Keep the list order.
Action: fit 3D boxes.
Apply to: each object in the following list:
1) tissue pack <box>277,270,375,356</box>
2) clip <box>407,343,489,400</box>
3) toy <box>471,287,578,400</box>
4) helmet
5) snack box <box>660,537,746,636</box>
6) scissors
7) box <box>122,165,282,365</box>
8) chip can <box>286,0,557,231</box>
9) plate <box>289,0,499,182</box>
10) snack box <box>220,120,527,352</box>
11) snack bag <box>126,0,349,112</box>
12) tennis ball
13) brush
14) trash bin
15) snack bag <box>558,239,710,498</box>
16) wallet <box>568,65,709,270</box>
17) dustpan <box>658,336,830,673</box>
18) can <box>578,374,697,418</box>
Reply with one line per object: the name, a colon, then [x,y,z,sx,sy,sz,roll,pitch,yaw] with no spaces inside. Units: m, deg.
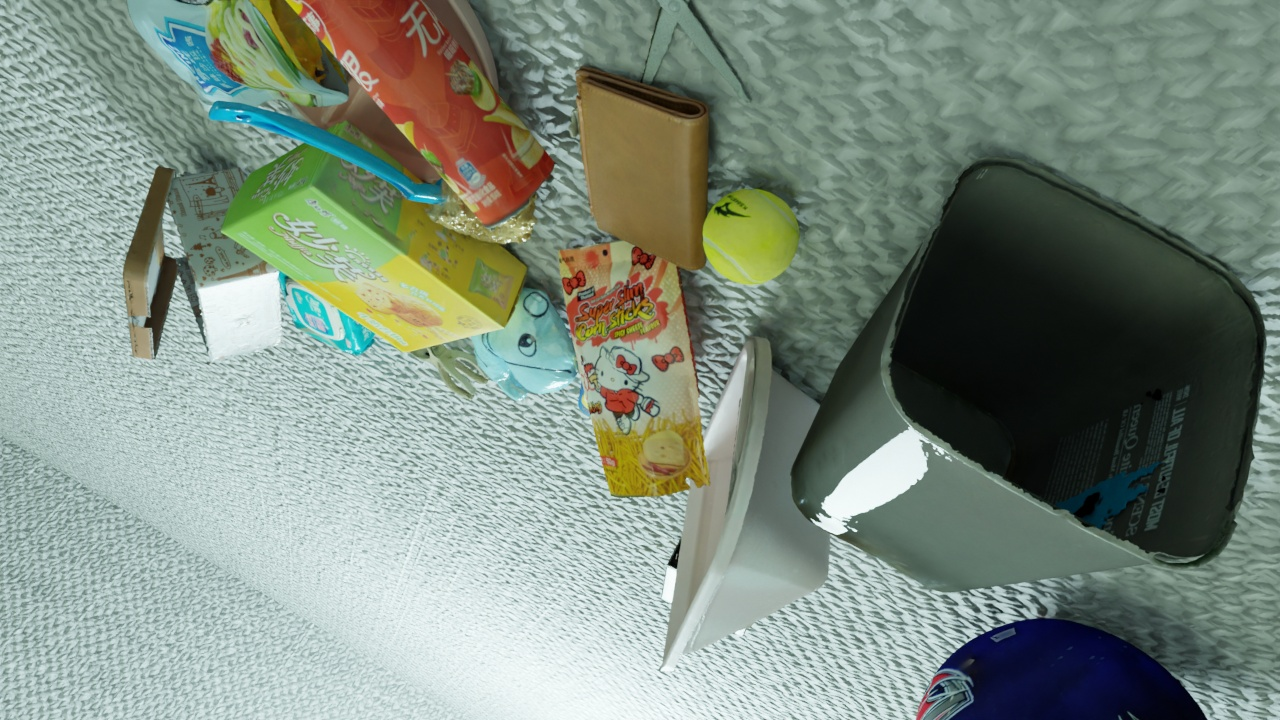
tissue pack: [-0.335,-0.071,0.976,0.093,0.050,0.134,23,145,14]
clip: [-0.212,0.001,0.992,0.100,0.034,0.071,36,148,0]
toy: [-0.112,-0.012,0.876,0.156,0.049,0.162,27,139,27]
helmet: [0.370,0.375,0.836,0.316,0.247,0.240,90,159,-46]
snack box: [0.085,0.271,1.094,0.113,0.053,0.126,23,145,12]
scissors: [0.019,-0.222,0.538,0.175,0.012,0.163,41,146,-18]
box: [-0.460,-0.093,0.926,0.146,0.147,0.182,61,151,16]
chip can: [-0.148,-0.189,0.607,0.073,0.073,0.216,-10,129,45]
plate: [-0.201,-0.232,0.681,0.229,0.028,0.230,21,145,16]
snack box: [-0.228,-0.095,0.798,0.158,0.069,0.210,-10,143,41]
snack bag: [-0.313,-0.238,0.706,0.191,0.038,0.110,7,151,34]
tennis ball: [0.075,-0.084,0.626,0.065,0.065,0.066,21,146,15]
brush: [-0.185,-0.141,0.683,0.254,0.045,0.083,17,166,-33]
trash bin: [0.215,0.034,0.572,0.198,0.198,0.220,29,153,3]
snack bag: [-0.004,0.004,0.749,0.129,0.073,0.208,-3,102,41]
wallet: [0.001,-0.133,0.644,0.108,0.031,0.132,26,145,25]
dustpan: [0.058,0.106,0.764,0.138,0.222,0.274,31,136,-23]
can: [-0.006,0.027,0.844,0.102,0.057,0.083,26,148,7]
